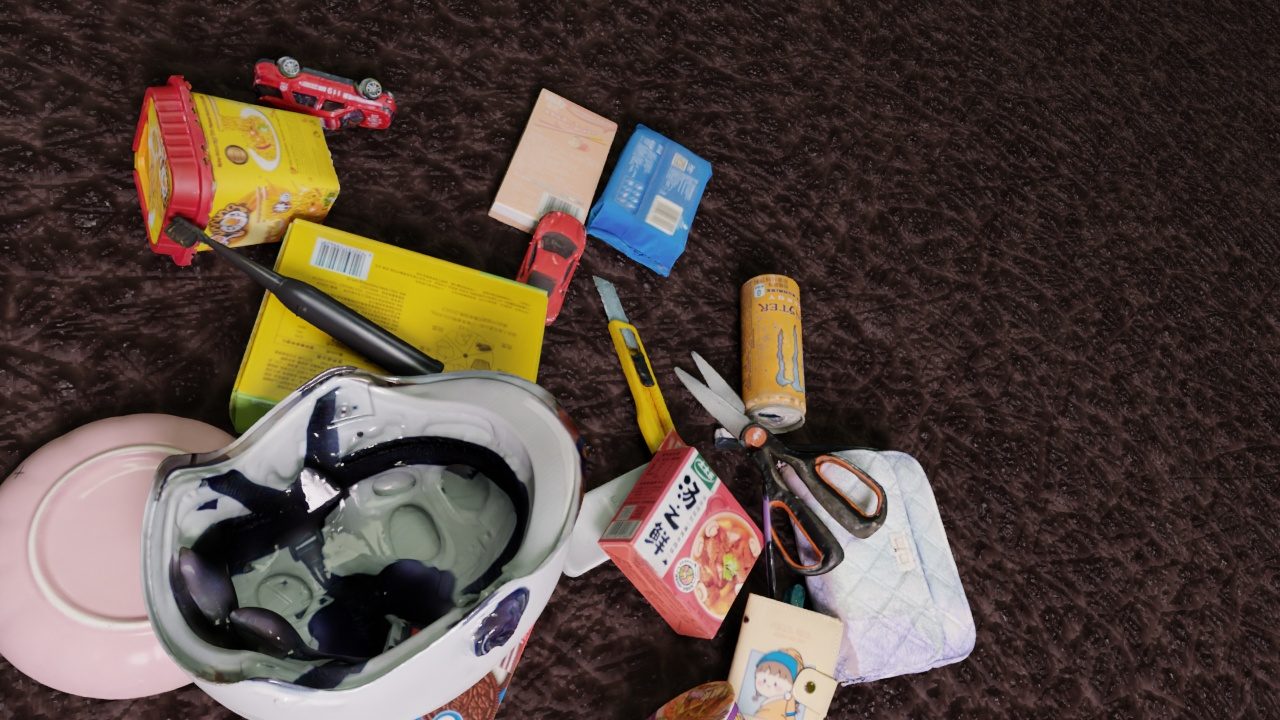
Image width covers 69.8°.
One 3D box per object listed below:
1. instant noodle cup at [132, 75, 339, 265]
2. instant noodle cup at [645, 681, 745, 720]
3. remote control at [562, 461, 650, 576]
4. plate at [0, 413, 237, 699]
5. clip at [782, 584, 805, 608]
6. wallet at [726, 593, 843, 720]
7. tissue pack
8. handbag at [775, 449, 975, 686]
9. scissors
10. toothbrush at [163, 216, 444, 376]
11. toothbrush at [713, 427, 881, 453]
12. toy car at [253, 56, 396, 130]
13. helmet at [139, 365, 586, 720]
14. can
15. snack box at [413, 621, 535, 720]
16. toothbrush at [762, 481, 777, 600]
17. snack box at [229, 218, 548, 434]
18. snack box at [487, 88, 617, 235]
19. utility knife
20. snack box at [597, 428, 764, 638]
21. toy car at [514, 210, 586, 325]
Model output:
[{"bbox_3d":[-0.311,-0.143,0.711,0.123,0.116,0.116,-6,66,-40],"label":"instant noodle cup"},{"bbox_3d":[0.047,0.300,0.642,0.111,0.112,0.099,-35,89,-34],"label":"instant noodle cup"},{"bbox_3d":[-0.017,0.126,0.752,0.135,0.020,0.056,-23,76,-35],"label":"remote control"},{"bbox_3d":[-0.327,0.118,0.601,0.192,0.039,0.192,11,60,-20],"label":"plate"},{"bbox_3d":[0.126,0.214,0.771,0.014,0.040,0.056,31,51,-10],"label":"clip"},{"bbox_3d":[0.111,0.251,0.720,0.087,0.024,0.115,18,77,-5],"label":"wallet"},{"bbox_3d":[0.010,-0.158,0.896,0.095,0.052,0.156,28,56,-11],"label":"tissue pack"},{"bbox_3d":[0.202,0.172,0.795,0.134,0.076,0.193,-3,65,-20],"label":"handbag"},{"bbox_3d":[0.098,0.087,0.786,0.234,0.022,0.162,23,76,20],"label":"scissors"},{"bbox_3d":[-0.237,-0.041,0.649,0.212,0.026,0.027,31,51,-6],"label":"toothbrush"},{"bbox_3d":[0.150,0.079,0.858,0.181,0.016,0.018,7,53,-21],"label":"toothbrush"},{"bbox_3d":[-0.276,-0.227,0.802,0.120,0.053,0.045,9,82,-14],"label":"toy car"},{"bbox_3d":[-0.156,0.126,0.574,0.258,0.146,0.229,-29,50,-30],"label":"helmet"},{"bbox_3d":[0.124,-0.008,0.865,0.058,0.058,0.145,13,60,-19],"label":"can"},{"bbox_3d":[-0.133,0.246,0.613,0.057,0.058,0.206,28,56,-6],"label":"snack box"},{"bbox_3d":[0.109,0.193,0.747,0.016,0.014,0.189,-1,83,-15],"label":"toothbrush"},{"bbox_3d":[-0.187,-0.002,0.711,0.210,0.070,0.157,15,59,-17],"label":"snack box"},{"bbox_3d":[-0.082,-0.186,0.884,0.084,0.026,0.157,23,57,-12],"label":"snack box"},{"bbox_3d":[-0.005,0.005,0.816,0.033,0.015,0.206,-2,58,-33],"label":"utility knife"},{"bbox_3d":[0.042,0.136,0.737,0.113,0.044,0.126,51,52,-21],"label":"snack box"},{"bbox_3d":[-0.082,-0.085,0.816,0.049,0.031,0.106,24,73,-12],"label":"toy car"}]
